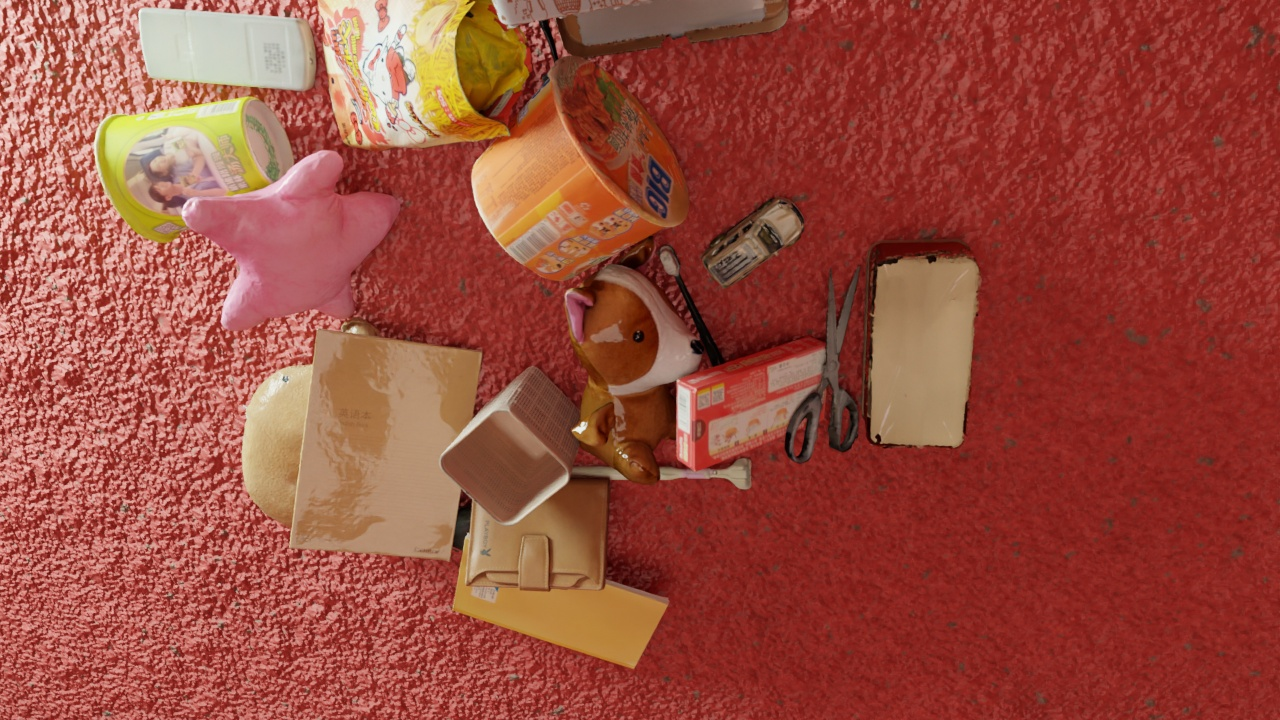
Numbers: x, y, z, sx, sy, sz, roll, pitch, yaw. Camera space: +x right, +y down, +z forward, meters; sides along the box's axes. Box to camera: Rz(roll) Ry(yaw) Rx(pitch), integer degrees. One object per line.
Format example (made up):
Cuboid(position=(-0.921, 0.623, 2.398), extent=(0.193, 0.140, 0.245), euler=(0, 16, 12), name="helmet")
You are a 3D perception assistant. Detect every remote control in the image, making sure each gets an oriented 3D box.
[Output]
Cuboid(position=(-0.347, -0.262, 0.772), extent=(0.150, 0.021, 0.058), euler=(7, 114, 7), name="remote control")

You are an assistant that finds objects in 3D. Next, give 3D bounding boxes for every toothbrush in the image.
Cuboid(position=(0.011, 0.108, 0.878), extent=(0.190, 0.020, 0.029), euler=(-1, 83, 11), name="toothbrush")
Cuboid(position=(0.058, -0.020, 0.815), extent=(0.016, 0.018, 0.181), euler=(-22, 110, 14), name="toothbrush")
Cuboid(position=(-0.082, -0.290, 0.721), extent=(0.017, 0.014, 0.189), euler=(0, 114, 22), name="toothbrush")

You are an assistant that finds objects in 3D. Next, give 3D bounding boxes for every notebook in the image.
Cuboid(position=(-0.238, 0.083, 0.857), extent=(0.149, 0.012, 0.211), euler=(8, 101, -16), name="notebook")
Cuboid(position=(-0.086, 0.249, 0.931), extent=(0.206, 0.010, 0.146), euler=(18, 134, -1), name="notebook")

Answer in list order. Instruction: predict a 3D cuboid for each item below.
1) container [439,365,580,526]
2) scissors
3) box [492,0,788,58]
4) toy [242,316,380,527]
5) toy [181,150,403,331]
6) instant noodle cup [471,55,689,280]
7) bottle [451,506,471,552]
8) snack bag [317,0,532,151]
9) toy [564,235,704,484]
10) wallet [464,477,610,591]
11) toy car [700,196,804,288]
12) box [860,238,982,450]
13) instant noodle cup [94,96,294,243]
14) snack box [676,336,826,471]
Cuboid(position=(-0.108, 0.071, 0.830), extent=(0.090, 0.110, 0.090), euler=(-40, 102, 22), name="container")
Cuboid(position=(0.162, 0.012, 0.788), extent=(0.165, 0.014, 0.163), euler=(-49, 129, -13), name="scissors")
Cuboid(position=(0.002, -0.256, 0.599), extent=(0.181, 0.157, 0.205), euler=(-4, 144, 11), name="box")
Cuboid(position=(-0.312, 0.064, 0.884), extent=(0.143, 0.082, 0.226), euler=(8, 112, -10), name="toy")
Cuboid(position=(-0.281, -0.096, 0.784), extent=(0.074, 0.178, 0.195), euler=(51, 154, 26), name="toy")
Cuboid(position=(-0.052, -0.140, 0.715), extent=(0.112, 0.151, 0.151), euler=(-33, 105, 29), name="instant noodle cup")
Cuboid(position=(-0.149, 0.173, 0.919), extent=(0.195, 0.043, 0.080), euler=(8, 121, 7), name="bottle")
Cuboid(position=(-0.179, -0.224, 0.706), extent=(0.208, 0.073, 0.129), euler=(10, 119, 39), name="snack bag")
Cuboid(position=(-0.005, 0.005, 0.774), extent=(0.131, 0.139, 0.200), euler=(4, 119, 28), name="toy")
Cuboid(position=(-0.096, 0.162, 0.864), extent=(0.132, 0.031, 0.107), euler=(1, 72, 5), name="wallet")
Cuboid(position=(0.095, -0.098, 0.765), extent=(0.091, 0.035, 0.042), euler=(-36, 105, 19), name="toy car")
Cuboid(position=(0.230, -0.010, 0.753), extent=(0.091, 0.077, 0.168), euler=(0, 112, 10), name="box")
Cuboid(position=(-0.367, -0.168, 0.777), extent=(0.123, 0.111, 0.112), euler=(-13, 111, 6), name="instant noodle cup")
Cuboid(position=(0.096, 0.034, 0.772), extent=(0.152, 0.025, 0.075), euler=(-17, 119, -32), name="snack box")
